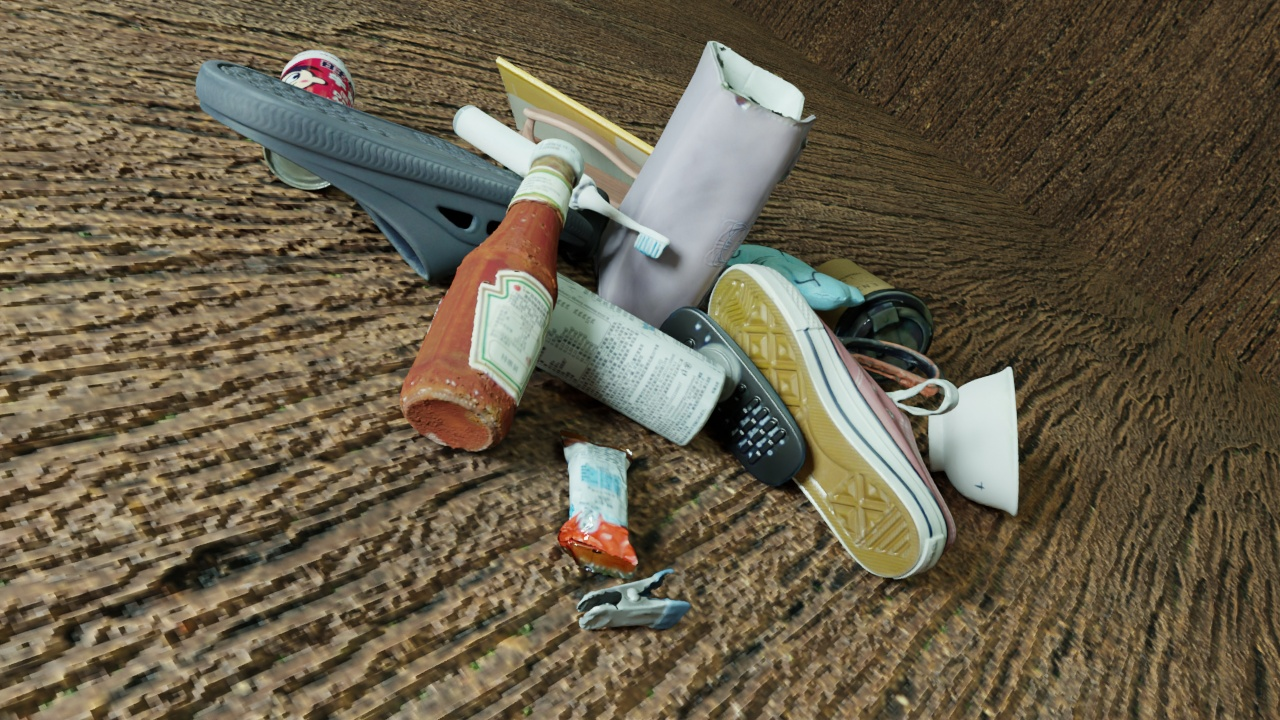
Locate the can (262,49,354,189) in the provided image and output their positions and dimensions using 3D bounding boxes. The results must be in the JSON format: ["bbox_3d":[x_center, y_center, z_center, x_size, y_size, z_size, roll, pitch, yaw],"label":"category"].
[{"bbox_3d":[-0.230,-0.173,0.645,0.053,0.053,0.132,18,30,-26],"label":"can"}]

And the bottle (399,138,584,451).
[{"bbox_3d":[-0.072,-0.047,0.512,0.059,0.060,0.205,25,52,-13],"label":"bottle"}]

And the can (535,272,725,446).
[{"bbox_3d":[-0.021,-0.005,0.577,0.146,0.058,0.058,29,27,-5],"label":"can"}]

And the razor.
[{"bbox_3d":[-0.108,-0.126,0.708,0.167,0.062,0.068,16,0,-18],"label":"razor"}]

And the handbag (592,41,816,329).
[{"bbox_3d":[0.042,-0.119,0.681,0.098,0.197,0.144,28,28,-8],"label":"handbag"}]

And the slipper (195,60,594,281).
[{"bbox_3d":[-0.152,-0.104,0.584,0.267,0.083,0.111,14,17,-45],"label":"slipper"}]

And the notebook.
[{"bbox_3d":[-0.034,-0.191,0.835,0.206,0.010,0.146,32,-7,4],"label":"notebook"}]

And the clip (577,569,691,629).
[{"bbox_3d":[-0.005,0.115,0.430,0.058,0.027,0.044,7,44,-39],"label":"clip"}]

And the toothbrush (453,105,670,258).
[{"bbox_3d":[-0.060,-0.131,0.662,0.221,0.026,0.026,36,10,30],"label":"toothbrush"}]

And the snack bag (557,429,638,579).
[{"bbox_3d":[-0.023,0.070,0.484,0.045,0.026,0.105,15,29,-12],"label":"snack bag"}]

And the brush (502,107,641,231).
[{"bbox_3d":[-0.045,-0.156,0.784,0.145,0.073,0.063,26,26,-4],"label":"brush"}]

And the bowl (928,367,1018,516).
[{"bbox_3d":[0.266,0.065,0.738,0.065,0.118,0.118,-2,20,18],"label":"bowl"}]

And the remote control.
[{"bbox_3d":[0.062,0.022,0.612,0.024,0.053,0.136,-12,61,-54],"label":"remote control"}]

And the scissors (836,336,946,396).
[{"bbox_3d":[0.141,-0.001,0.730,0.188,0.015,0.224,-9,48,-20],"label":"scissors"}]

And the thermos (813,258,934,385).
[{"bbox_3d":[0.206,-0.042,0.854,0.093,0.093,0.143,21,22,-20],"label":"thermos"}]

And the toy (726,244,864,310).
[{"bbox_3d":[0.116,-0.074,0.810,0.161,0.050,0.156,14,7,7],"label":"toy"}]

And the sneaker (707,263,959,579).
[{"bbox_3d":[0.135,0.032,0.626,0.087,0.119,0.241,-11,59,-41],"label":"sneaker"}]
